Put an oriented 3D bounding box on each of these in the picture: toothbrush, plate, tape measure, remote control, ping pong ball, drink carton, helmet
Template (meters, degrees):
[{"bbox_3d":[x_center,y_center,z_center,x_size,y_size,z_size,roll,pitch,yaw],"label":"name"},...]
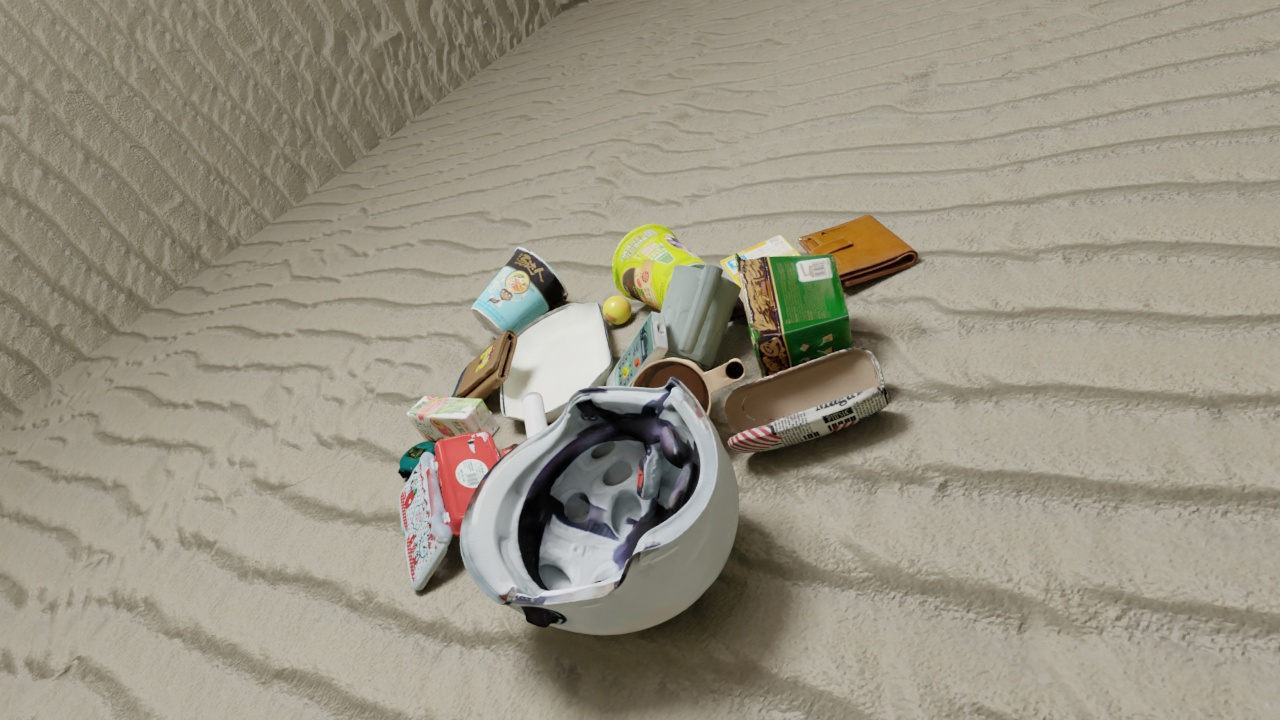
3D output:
[{"bbox_3d":[-0.110,0.114,1.035,0.027,0.026,0.220,-37,37,15],"label":"toothbrush"},{"bbox_3d":[-0.111,0.005,1.233,0.162,0.034,0.265,-27,29,5],"label":"plate"},{"bbox_3d":[-0.289,0.129,1.200,0.055,0.025,0.058,-1,38,38],"label":"tape measure"},{"bbox_3d":[-0.006,0.006,1.068,0.135,0.019,0.056,125,150,-42],"label":"remote control"},{"bbox_3d":[-0.032,-0.070,1.278,0.040,0.040,0.040,-21,30,13],"label":"ping pong ball"},{"bbox_3d":[-0.247,0.078,1.216,0.123,0.053,0.045,-1,39,39],"label":"drink carton"},{"bbox_3d":[-0.020,0.145,0.816,0.259,0.146,0.228,-21,39,29],"label":"helmet"}]

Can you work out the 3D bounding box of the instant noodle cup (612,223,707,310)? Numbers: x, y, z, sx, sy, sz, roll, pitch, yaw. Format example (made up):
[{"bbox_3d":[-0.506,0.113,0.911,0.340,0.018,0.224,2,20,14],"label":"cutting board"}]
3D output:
[{"bbox_3d":[0.038,-0.113,1.228,0.111,0.112,0.123,-35,37,-12],"label":"instant noodle cup"}]

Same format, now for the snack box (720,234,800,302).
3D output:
[{"bbox_3d":[0.158,-0.105,1.129,0.087,0.034,0.140,-24,26,1],"label":"snack box"}]

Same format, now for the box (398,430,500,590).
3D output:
[{"bbox_3d":[-0.222,0.160,1.061,0.157,0.069,0.201,-34,28,-2],"label":"box"}]

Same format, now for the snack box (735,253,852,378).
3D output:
[{"bbox_3d":[0.168,-0.055,0.989,0.106,0.117,0.118,-13,63,9],"label":"snack box"}]

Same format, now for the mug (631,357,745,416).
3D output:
[{"bbox_3d":[0.053,0.029,0.969,0.125,0.084,0.103,-26,0,7],"label":"mug"}]

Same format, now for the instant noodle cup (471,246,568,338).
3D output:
[{"bbox_3d":[-0.189,-0.092,1.394,0.120,0.111,0.111,-48,34,-17],"label":"instant noodle cup"}]

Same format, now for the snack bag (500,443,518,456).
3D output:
[{"bbox_3d":[-0.134,0.128,1.062,0.045,0.026,0.105,11,19,-23],"label":"snack bag"}]

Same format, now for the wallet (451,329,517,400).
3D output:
[{"bbox_3d":[-0.212,0.018,1.250,0.116,0.033,0.090,-36,32,40],"label":"wallet"}]

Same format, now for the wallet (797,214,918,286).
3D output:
[{"bbox_3d":[0.259,-0.134,1.131,0.119,0.035,0.130,-15,30,-4],"label":"wallet"}]

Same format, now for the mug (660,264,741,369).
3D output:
[{"bbox_3d":[0.063,-0.052,1.063,0.124,0.083,0.103,98,-169,-86],"label":"mug"}]

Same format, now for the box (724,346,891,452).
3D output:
[{"bbox_3d":[0.160,0.043,0.899,0.162,0.075,0.086,-18,0,13],"label":"box"}]

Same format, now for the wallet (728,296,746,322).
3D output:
[{"bbox_3d":[0.163,-0.090,1.154,0.122,0.020,0.096,-14,29,15],"label":"wallet"}]
